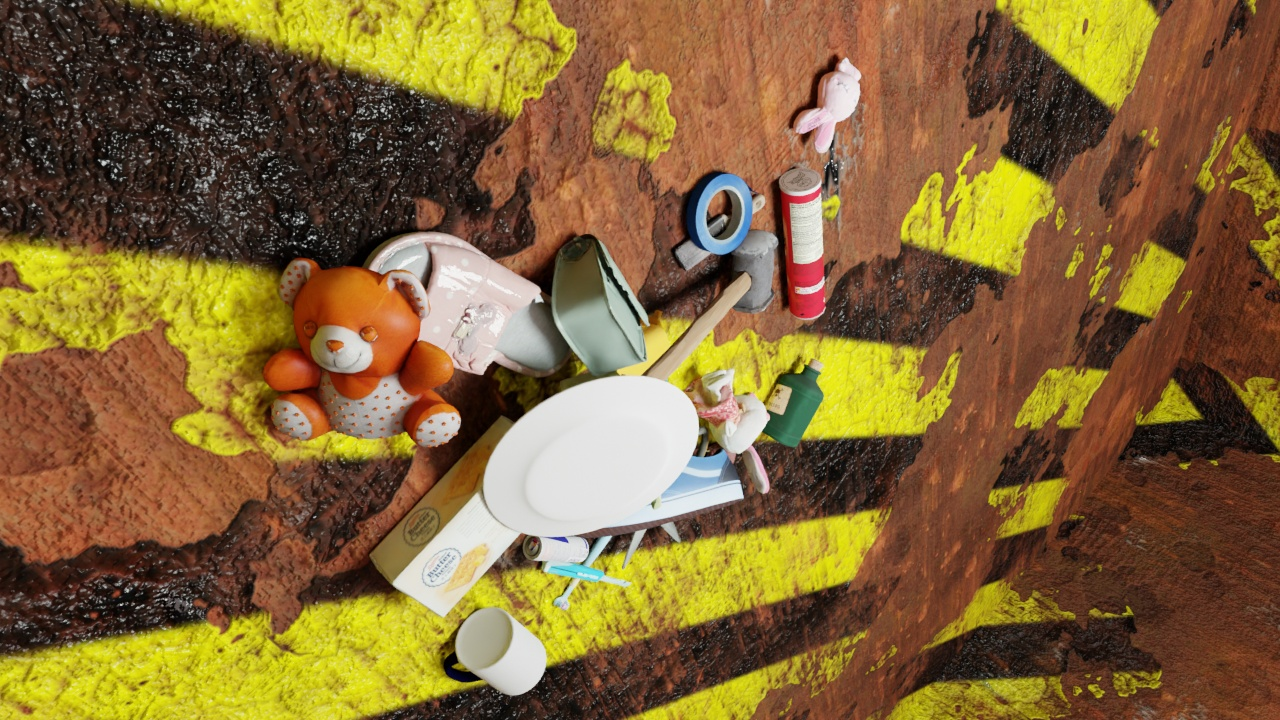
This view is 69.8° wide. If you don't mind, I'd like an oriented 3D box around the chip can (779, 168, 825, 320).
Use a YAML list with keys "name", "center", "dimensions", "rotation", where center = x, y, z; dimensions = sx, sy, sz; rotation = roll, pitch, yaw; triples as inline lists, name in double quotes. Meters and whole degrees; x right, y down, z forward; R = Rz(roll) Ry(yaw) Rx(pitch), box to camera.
- name: "chip can"
  center: [0.215, -0.148, 1.211]
  dimensions: [0.051, 0.052, 0.215]
  rotation: [-38, 139, -23]

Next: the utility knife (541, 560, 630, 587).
- name: "utility knife"
  center: [-0.068, 0.281, 1.217]
  dimensions: [0.161, 0.015, 0.022]
  rotation: [24, 104, -41]

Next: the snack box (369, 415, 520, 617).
- name: "snack box"
  center: [-0.183, 0.170, 1.001]
  dimensions: [0.207, 0.057, 0.104]
  rotation: [-48, 141, -12]

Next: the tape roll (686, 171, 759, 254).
- name: "tape roll"
  center: [0.093, -0.172, 1.074]
  dimensions: [0.091, 0.016, 0.093]
  rotation: [20, 93, -42]

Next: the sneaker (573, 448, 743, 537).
- name: "sneaker"
  center: [0.013, 0.161, 1.179]
  dimensions: [0.240, 0.098, 0.084]
  rotation: [-10, 163, -25]

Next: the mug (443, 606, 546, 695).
- name: "mug"
  center: [-0.186, 0.366, 1.133]
  dimensions: [0.112, 0.078, 0.097]
  rotation: [-24, 139, 4]

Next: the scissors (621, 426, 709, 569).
- name: "scissors"
  center: [0.013, 0.177, 1.232]
  dimensions: [0.229, 0.016, 0.225]
  rotation: [29, 89, -45]

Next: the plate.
- name: "plate"
  center: [-0.047, 0.112, 0.974]
  dimensions: [0.242, 0.016, 0.243]
  rotation: [-15, 136, -15]

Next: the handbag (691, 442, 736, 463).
- name: "handbag"
  center: [0.084, 0.144, 1.301]
  dimensions: [0.119, 0.029, 0.055]
  rotation: [-1, 115, -41]

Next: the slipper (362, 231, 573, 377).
- name: "slipper"
  center: [-0.150, -0.042, 0.887]
  dimensions: [0.274, 0.054, 0.114]
  rotation: [23, 98, -51]

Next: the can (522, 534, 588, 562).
- name: "can"
  center: [-0.105, 0.236, 1.153]
  dimensions: [0.095, 0.032, 0.032]
  rotation: [19, 101, -52]

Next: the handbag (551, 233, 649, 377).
- name: "handbag"
  center: [-0.040, -0.056, 0.962]
  dimensions: [0.067, 0.106, 0.122]
  rotation: [-16, 141, 15]

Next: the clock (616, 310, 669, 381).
- name: "clock"
  center: [-0.006, 0.006, 1.090]
  dimensions: [0.098, 0.044, 0.130]
  rotation: [-12, 117, -42]

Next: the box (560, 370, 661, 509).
- name: "box"
  center: [-0.027, 0.088, 1.064]
  dimensions: [0.188, 0.127, 0.066]
  rotation: [83, 30, -47]

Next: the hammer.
- name: "hammer"
  center: [0.075, -0.044, 1.063]
  dimensions: [0.327, 0.052, 0.098]
  rotation: [-47, 146, -42]

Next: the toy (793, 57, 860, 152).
- name: "toy"
  center: [0.234, -0.312, 1.119]
  dimensions: [0.063, 0.047, 0.110]
  rotation: [26, 99, -44]

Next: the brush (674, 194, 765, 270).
- name: "brush"
  center: [0.098, -0.159, 1.108]
  dimensions: [0.151, 0.012, 0.039]
  rotation: [-40, 139, -22]

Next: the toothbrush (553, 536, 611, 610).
- name: "toothbrush"
  center: [-0.068, 0.267, 1.230]
  dimensions: [0.022, 0.016, 0.155]
  rotation: [33, 91, -14]

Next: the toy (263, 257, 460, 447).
- name: "toy"
  center: [-0.236, -0.001, 0.774]
  dimensions: [0.092, 0.164, 0.173]
  rotation: [-82, 175, -55]

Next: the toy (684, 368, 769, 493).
- name: "toy"
  center: [0.126, 0.075, 1.242]
  dimensions: [0.084, 0.158, 0.194]
  rotation: [-17, 136, 21]

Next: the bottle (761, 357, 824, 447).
- name: "bottle"
  center: [0.232, 0.058, 1.367]
  dimensions: [0.061, 0.061, 0.131]
  rotation: [18, 102, -54]
